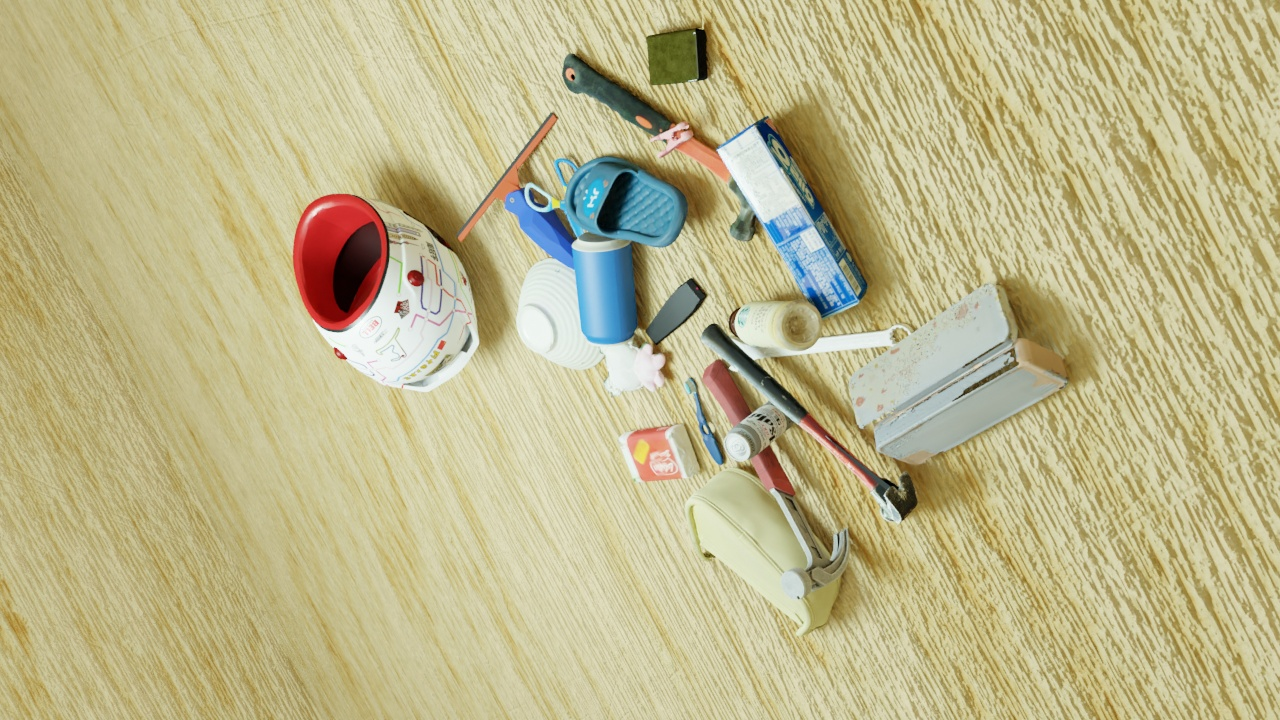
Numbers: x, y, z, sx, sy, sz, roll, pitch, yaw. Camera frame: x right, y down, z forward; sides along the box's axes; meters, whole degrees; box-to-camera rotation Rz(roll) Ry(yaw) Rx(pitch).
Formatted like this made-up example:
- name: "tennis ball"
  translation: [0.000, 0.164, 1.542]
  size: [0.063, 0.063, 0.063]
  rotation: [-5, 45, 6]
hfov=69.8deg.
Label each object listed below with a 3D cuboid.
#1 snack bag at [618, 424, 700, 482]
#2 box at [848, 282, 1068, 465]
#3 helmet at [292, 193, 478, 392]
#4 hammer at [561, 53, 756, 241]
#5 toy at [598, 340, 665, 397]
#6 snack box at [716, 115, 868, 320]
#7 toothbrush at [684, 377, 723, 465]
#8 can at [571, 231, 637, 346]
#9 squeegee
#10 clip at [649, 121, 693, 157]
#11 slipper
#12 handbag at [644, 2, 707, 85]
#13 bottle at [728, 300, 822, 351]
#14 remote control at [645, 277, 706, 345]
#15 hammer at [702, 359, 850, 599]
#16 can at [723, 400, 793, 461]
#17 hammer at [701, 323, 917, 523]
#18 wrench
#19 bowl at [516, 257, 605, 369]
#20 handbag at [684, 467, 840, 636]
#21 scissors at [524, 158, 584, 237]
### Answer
- name: "snack bag"
  translation: [0.026, 0.136, 1.333]
  size: [0.116, 0.036, 0.077]
  rotation: [-12, 103, 44]
- name: "box"
  translation: [0.337, 0.022, 0.991]
  size: [0.105, 0.096, 0.217]
  rotation: [25, 139, -21]
- name: "helmet"
  translation: [-0.385, -0.103, 1.437]
  size: [0.231, 0.236, 0.314]
  rotation: [-42, 59, 14]
- name: "hammer"
  translation: [0.026, -0.284, 1.122]
  size: [0.333, 0.033, 0.133]
  rotation: [37, 133, 23]
- name: "toy"
  translation: [-0.008, 0.008, 1.295]
  size: [0.109, 0.041, 0.096]
  rotation: [6, 116, 33]
- name: "snack box"
  translation: [0.170, -0.156, 1.014]
  size: [0.060, 0.059, 0.226]
  rotation: [-27, 101, 34]
- name: "toothbrush"
  translation: [0.087, 0.086, 1.267]
  size: [0.021, 0.016, 0.132]
  rotation: [-12, 103, 47]
- name: "can"
  translation: [-0.047, -0.099, 1.246]
  size: [0.079, 0.078, 0.146]
  rotation: [14, 120, 36]
- name: "squeegee"
  translation: [-0.138, -0.191, 1.295]
  size: [0.185, 0.055, 0.250]
  rotation: [45, 121, -2]
- name: "clip"
  translation: [0.036, -0.267, 1.087]
  size: [0.059, 0.022, 0.037]
  rotation: [-20, 94, 42]
- name: "slipper"
  translation: [-0.025, -0.204, 1.164]
  size: [0.214, 0.059, 0.104]
  rotation: [25, 101, 42]
- name: "handbag"
  translation: [0.038, -0.411, 1.053]
  size: [0.084, 0.027, 0.178]
  rotation: [8, 111, 39]
- name: "bottle"
  translation: [0.151, -0.042, 1.073]
  size: [0.056, 0.056, 0.162]
  rotation: [69, 165, -9]
- name: "remote control"
  translation: [0.044, -0.062, 1.233]
  size: [0.039, 0.010, 0.125]
  rotation: [52, 136, 8]
- name: "hammer"
  translation: [0.166, 0.139, 1.179]
  size: [0.036, 0.126, 0.315]
  rotation: [-41, 71, 45]
- name: "can"
  translation: [0.149, 0.086, 1.147]
  size: [0.044, 0.106, 0.044]
  rotation: [20, 123, 33]
- name: "hammer"
  translation: [0.196, 0.068, 1.096]
  size: [0.326, 0.036, 0.140]
  rotation: [43, 173, 16]
- name: "wrench"
  translation: [0.204, -0.018, 1.114]
  size: [0.274, 0.009, 0.047]
  rotation: [-6, 107, 43]
- name: "bowl"
  translation: [-0.132, -0.056, 1.350]
  size: [0.177, 0.070, 0.177]
  rotation: [20, 124, 33]
- name: "handbag"
  translation: [0.168, 0.261, 1.246]
  size: [0.233, 0.088, 0.191]
  rotation: [37, 149, 21]
- name: "scissors"
  translation: [-0.105, -0.206, 1.253]
  size: [0.105, 0.019, 0.132]
  rotation: [-20, 99, 6]
